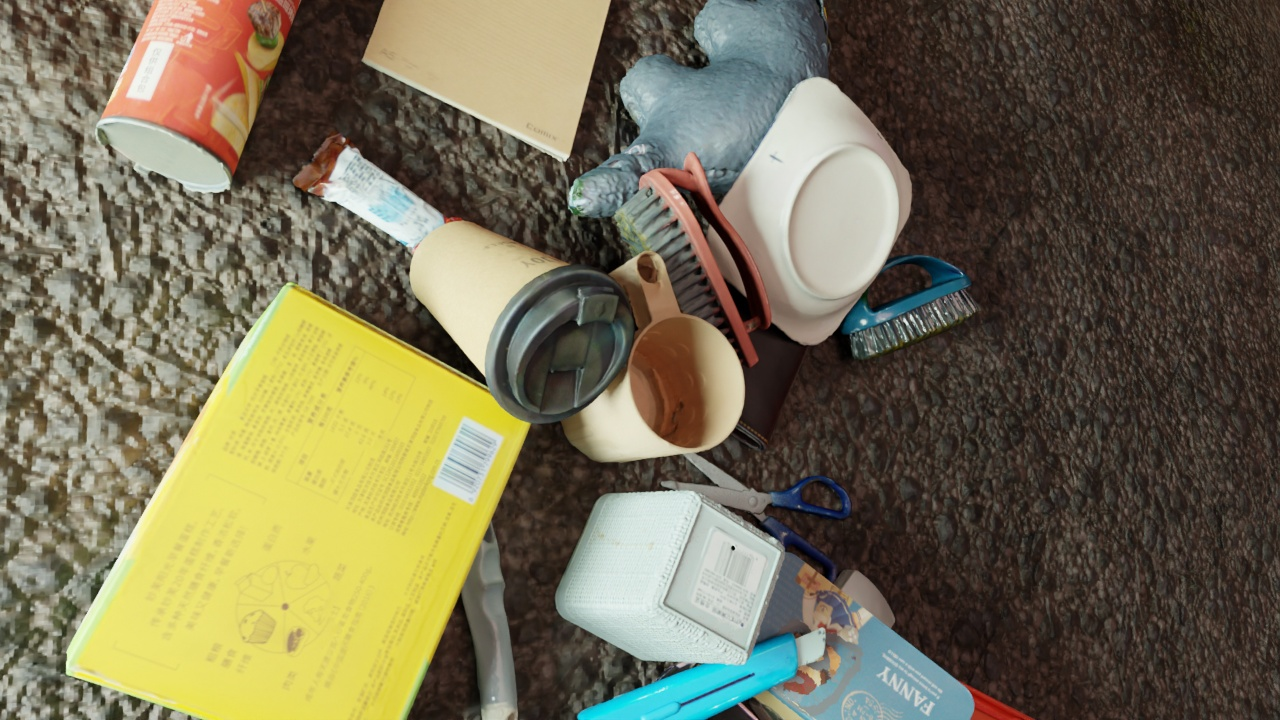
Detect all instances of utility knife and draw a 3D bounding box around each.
[{"bbox_3d":[0.044,0.201,0.564,0.166,0.018,0.034,-17,81,-17],"label":"utility knife"}]

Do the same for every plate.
[{"bbox_3d":[0.136,-0.101,0.666,0.163,0.034,0.164,35,86,-36],"label":"plate"}]

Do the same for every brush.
[{"bbox_3d":[0.038,-0.063,0.605,0.069,0.063,0.146,-35,122,-12],"label":"brush"},{"bbox_3d":[0.219,-0.050,0.761,0.143,0.055,0.073,-21,91,-32],"label":"brush"}]

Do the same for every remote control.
[{"bbox_3d":[0.136,0.218,0.672,0.134,0.019,0.056,-44,102,-28],"label":"remote control"}]

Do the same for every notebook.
[{"bbox_3d":[-0.094,-0.262,0.650,0.149,0.012,0.211,21,69,-24],"label":"notebook"}]

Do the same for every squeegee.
[{"bbox_3d":[-0.076,0.206,0.532,0.246,0.039,0.246,9,60,-57],"label":"squeegee"}]

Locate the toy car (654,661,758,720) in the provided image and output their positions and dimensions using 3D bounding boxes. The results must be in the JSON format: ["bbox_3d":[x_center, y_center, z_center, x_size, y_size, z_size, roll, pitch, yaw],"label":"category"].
[{"bbox_3d":[0.054,0.253,0.610,0.122,0.037,0.056,43,58,-1],"label":"toy car"}]

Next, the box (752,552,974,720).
[{"bbox_3d":[0.135,0.216,0.619,0.184,0.059,0.089,35,65,4],"label":"box"}]

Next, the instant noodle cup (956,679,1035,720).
[{"bbox_3d":[0.238,0.338,0.663,0.164,0.079,0.188,29,79,-19],"label":"instant noodle cup"}]

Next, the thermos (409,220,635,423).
[{"bbox_3d":[-0.072,-0.029,0.529,0.092,0.143,0.093,-24,131,-31],"label":"thermos"}]

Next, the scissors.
[{"bbox_3d":[0.094,0.101,0.679,0.146,0.012,0.169,-37,99,-30],"label":"scissors"}]

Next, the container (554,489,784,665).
[{"bbox_3d":[0.020,0.135,0.569,0.090,0.112,0.089,34,65,-20],"label":"container"}]

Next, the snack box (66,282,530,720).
[{"bbox_3d":[-0.173,0.088,0.491,0.157,0.070,0.209,30,66,-22],"label":"snack box"}]

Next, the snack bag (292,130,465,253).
[{"bbox_3d":[-0.156,-0.096,0.567,0.105,0.026,0.045,35,73,-19],"label":"snack bag"}]

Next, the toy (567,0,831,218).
[{"bbox_3d":[0.071,-0.200,0.686,0.138,0.092,0.355,42,61,-13],"label":"toy"}]

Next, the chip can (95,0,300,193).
[{"bbox_3d":[-0.231,-0.206,0.520,0.073,0.073,0.216,21,69,-25],"label":"chip can"}]

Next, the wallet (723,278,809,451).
[{"bbox_3d":[0.079,-0.006,0.692,0.096,0.020,0.122,37,61,-19],"label":"wallet"}]

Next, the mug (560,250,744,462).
[{"bbox_3d":[-0.003,0.003,0.589,0.084,0.104,0.124,-18,89,-32],"label":"mug"}]
